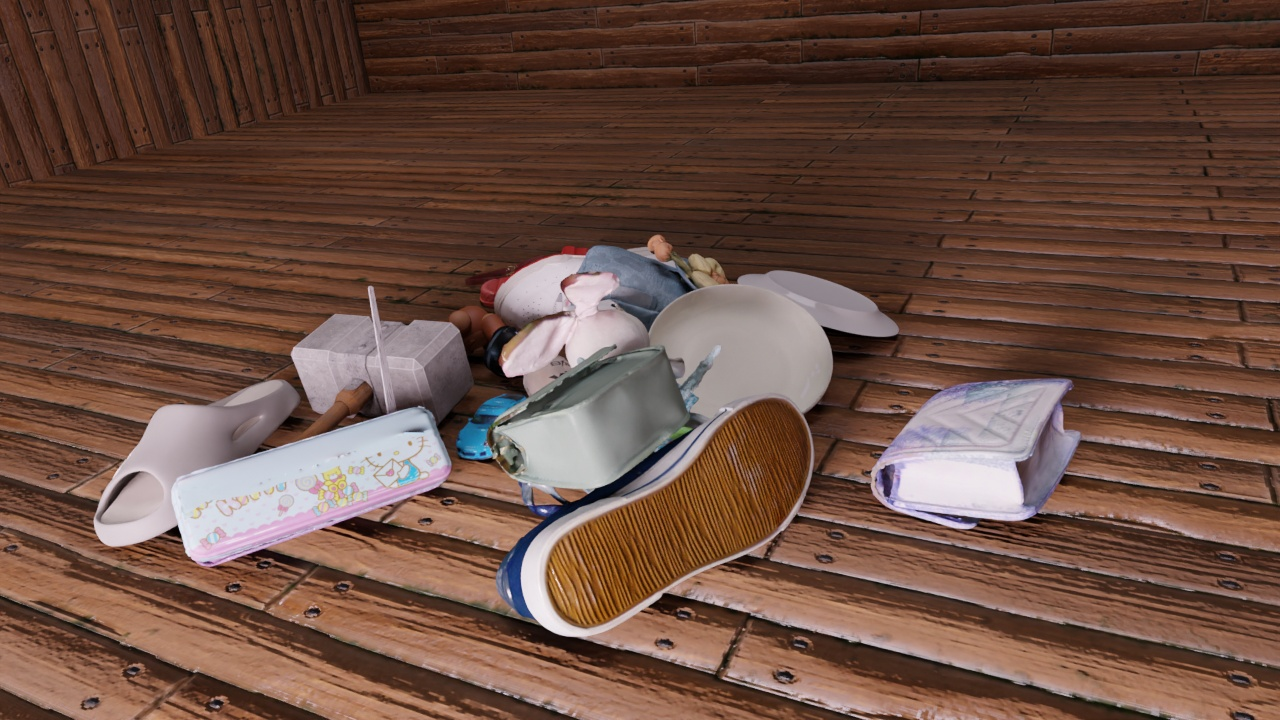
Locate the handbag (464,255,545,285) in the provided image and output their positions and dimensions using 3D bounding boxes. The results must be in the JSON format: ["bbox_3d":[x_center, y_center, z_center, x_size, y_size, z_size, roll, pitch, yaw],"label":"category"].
[{"bbox_3d":[-0.193,-0.124,1.317,0.119,0.029,0.055,-11,23,1],"label":"handbag"}]

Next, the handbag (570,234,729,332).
[{"bbox_3d":[0.023,-0.075,1.012,0.192,0.119,0.121,18,32,-2],"label":"handbag"}]

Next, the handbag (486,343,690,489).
[{"bbox_3d":[-0.038,0.038,0.678,0.106,0.067,0.121,-7,19,42],"label":"handbag"}]

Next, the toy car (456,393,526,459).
[{"bbox_3d":[-0.141,0.060,0.890,0.048,0.032,0.105,4,28,19],"label":"toy car"}]

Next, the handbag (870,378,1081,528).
[{"bbox_3d":[0.273,0.071,0.743,0.127,0.069,0.158,-4,20,39],"label":"handbag"}]

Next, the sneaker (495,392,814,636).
[{"bbox_3d":[0.010,0.107,0.702,0.293,0.120,0.127,-26,4,-35],"label":"sneaker"}]

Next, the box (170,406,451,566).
[{"bbox_3d":[-0.268,0.100,0.760,0.213,0.078,0.065,-18,-8,-25],"label":"box"}]

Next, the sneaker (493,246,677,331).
[{"bbox_3d":[-0.053,-0.072,1.109,0.236,0.090,0.104,-10,31,-17],"label":"sneaker"}]

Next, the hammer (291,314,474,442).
[{"bbox_3d":[-0.309,0.071,0.866,0.163,0.083,0.316,5,34,22],"label":"hammer"}]

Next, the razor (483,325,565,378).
[{"bbox_3d":[-0.122,-0.017,0.979,0.052,0.063,0.141,-12,-6,-33],"label":"razor"}]

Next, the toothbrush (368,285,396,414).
[{"bbox_3d":[-0.227,0.022,0.810,0.010,0.182,0.010,6,21,30],"label":"toothbrush"}]

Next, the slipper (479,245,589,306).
[{"bbox_3d":[-0.098,-0.120,1.243,0.248,0.059,0.103,-9,24,-3],"label":"slipper"}]

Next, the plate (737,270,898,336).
[{"bbox_3d":[0.204,-0.072,1.043,0.188,0.016,0.188,14,19,-5],"label":"plate"}]

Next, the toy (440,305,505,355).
[{"bbox_3d":[-0.218,-0.016,1.045,0.127,0.065,0.095,-28,-11,-19],"label":"toy"}]

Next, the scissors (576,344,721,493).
[{"bbox_3d":[0.014,0.053,0.768,0.172,0.172,0.021,41,15,-5],"label":"scissors"}]

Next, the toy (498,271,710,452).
[{"bbox_3d":[-0.005,0.005,0.813,0.205,0.131,0.105,39,23,-11],"label":"toy"}]

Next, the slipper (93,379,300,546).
[{"bbox_3d":[-0.419,0.066,0.864,0.113,0.081,0.265,-8,23,16],"label":"slipper"}]

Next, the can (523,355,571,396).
[{"bbox_3d":[-0.071,0.043,0.880,0.054,0.054,0.135,-13,27,-16],"label":"can"}]

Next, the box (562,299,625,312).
[{"bbox_3d":[-0.021,-0.009,0.929,0.091,0.102,0.107,-13,27,-19],"label":"box"}]

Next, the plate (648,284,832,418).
[{"bbox_3d":[0.096,0.001,0.906,0.182,0.034,0.182,1,51,-1],"label":"plate"}]
